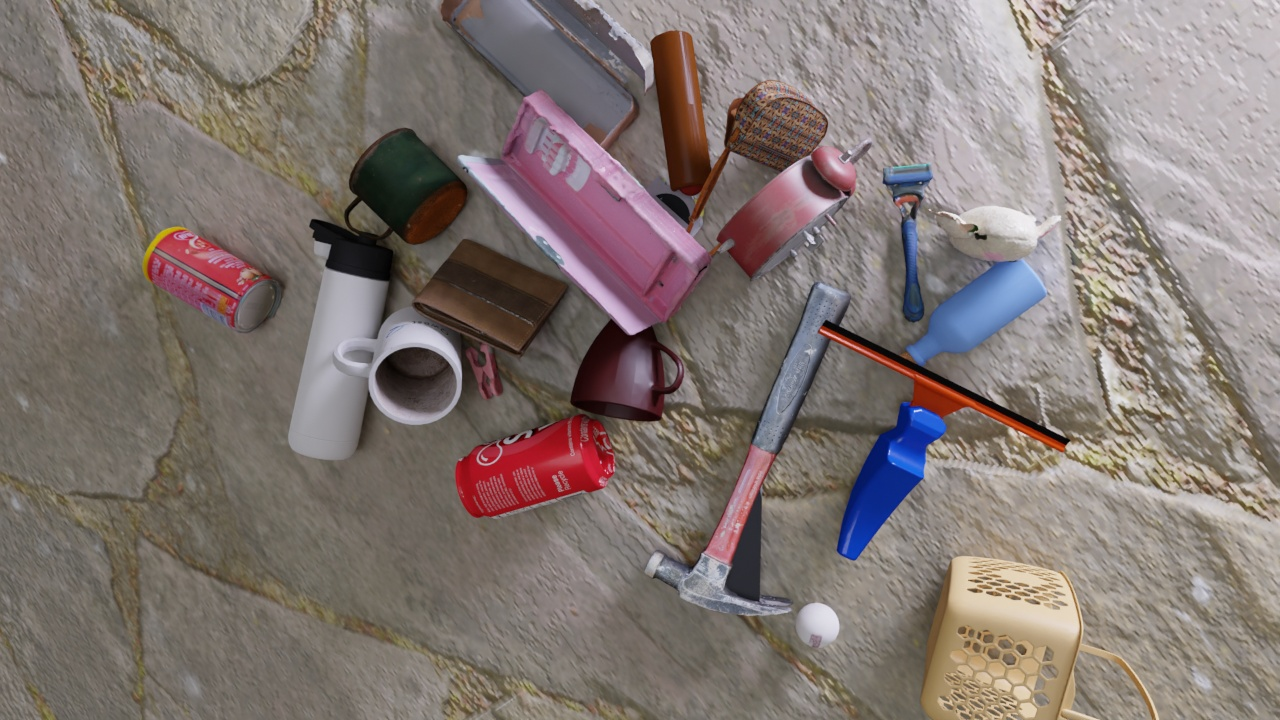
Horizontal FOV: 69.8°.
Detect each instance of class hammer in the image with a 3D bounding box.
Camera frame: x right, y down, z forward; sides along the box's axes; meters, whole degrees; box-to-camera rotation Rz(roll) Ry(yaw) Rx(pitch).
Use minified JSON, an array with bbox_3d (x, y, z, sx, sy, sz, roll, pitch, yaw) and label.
[{"bbox_3d":[0.125,0.087,0.858,0.140,0.036,0.326,23,98,12],"label":"hammer"}]

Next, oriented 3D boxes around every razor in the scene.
[{"bbox_3d":[0.242,-0.104,0.827,0.044,0.018,0.141,-2,97,12],"label":"razor"}]

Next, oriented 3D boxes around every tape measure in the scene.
[{"bbox_3d":[0.023,-0.137,0.874,0.065,0.016,0.064,42,102,7],"label":"tape measure"}]

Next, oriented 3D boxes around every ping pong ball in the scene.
[{"bbox_3d":[0.165,0.247,0.856,0.040,0.040,0.040,1,94,12],"label":"ping pong ball"}]

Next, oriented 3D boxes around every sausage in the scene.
[{"bbox_3d":[0.038,-0.229,0.849,0.040,0.040,0.155,-8,87,13],"label":"sausage"}]

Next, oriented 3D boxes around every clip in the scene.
[{"bbox_3d":[-0.152,0.008,0.922,0.044,0.023,0.060,-40,79,14],"label":"clip"}]

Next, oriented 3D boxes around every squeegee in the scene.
[{"bbox_3d":[0.228,0.096,0.825,0.249,0.055,0.185,25,99,-8],"label":"squeegee"}]

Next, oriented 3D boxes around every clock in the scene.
[{"bbox_3d":[0.143,-0.131,0.799,0.157,0.109,0.062,-41,84,12],"label":"clock"}]

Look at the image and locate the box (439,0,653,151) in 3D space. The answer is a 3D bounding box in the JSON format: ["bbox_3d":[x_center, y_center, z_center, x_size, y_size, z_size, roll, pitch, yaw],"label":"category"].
[{"bbox_3d":[-0.092,-0.300,0.849,0.217,0.095,0.115,44,105,7],"label":"box"}]

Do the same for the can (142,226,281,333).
[{"bbox_3d":[-0.447,-0.084,0.957,0.124,0.066,0.067,29,99,9],"label":"can"}]

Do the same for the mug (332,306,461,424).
[{"bbox_3d":[-0.232,0.001,0.876,0.119,0.096,0.083,6,112,-13],"label":"mug"}]

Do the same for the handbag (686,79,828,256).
[{"bbox_3d":[0.086,-0.160,0.836,0.196,0.093,0.043,-57,50,24],"label":"handbag"}]

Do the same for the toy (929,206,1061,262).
[{"bbox_3d":[0.296,-0.109,0.778,0.112,0.087,0.050,-10,108,-15],"label":"toy"}]

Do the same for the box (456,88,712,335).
[{"bbox_3d":[-0.059,-0.123,0.833,0.232,0.106,0.100,46,142,7],"label":"box"}]

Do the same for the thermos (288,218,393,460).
[{"bbox_3d":[-0.315,-0.022,0.936,0.101,0.068,0.230,16,96,24],"label":"thermos"}]

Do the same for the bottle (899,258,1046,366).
[{"bbox_3d":[0.286,-0.036,0.806,0.131,0.048,0.048,-38,85,12],"label":"bottle"}]

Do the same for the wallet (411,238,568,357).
[{"bbox_3d":[-0.144,-0.062,0.884,0.121,0.027,0.098,23,53,10],"label":"wallet"}]

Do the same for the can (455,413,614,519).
[{"bbox_3d":[-0.101,0.104,0.888,0.143,0.074,0.074,-18,90,13],"label":"can"}]

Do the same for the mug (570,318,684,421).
[{"bbox_3d":[-0.005,0.005,0.854,0.114,0.087,0.088,0,74,39],"label":"mug"}]

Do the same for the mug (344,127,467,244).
[{"bbox_3d":[-0.233,-0.157,0.892,0.081,0.085,0.111,44,86,5],"label":"mug"}]

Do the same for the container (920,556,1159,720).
[{"bbox_3d":[0.326,0.243,0.748,0.167,0.183,0.129,15,97,19],"label":"container"}]
